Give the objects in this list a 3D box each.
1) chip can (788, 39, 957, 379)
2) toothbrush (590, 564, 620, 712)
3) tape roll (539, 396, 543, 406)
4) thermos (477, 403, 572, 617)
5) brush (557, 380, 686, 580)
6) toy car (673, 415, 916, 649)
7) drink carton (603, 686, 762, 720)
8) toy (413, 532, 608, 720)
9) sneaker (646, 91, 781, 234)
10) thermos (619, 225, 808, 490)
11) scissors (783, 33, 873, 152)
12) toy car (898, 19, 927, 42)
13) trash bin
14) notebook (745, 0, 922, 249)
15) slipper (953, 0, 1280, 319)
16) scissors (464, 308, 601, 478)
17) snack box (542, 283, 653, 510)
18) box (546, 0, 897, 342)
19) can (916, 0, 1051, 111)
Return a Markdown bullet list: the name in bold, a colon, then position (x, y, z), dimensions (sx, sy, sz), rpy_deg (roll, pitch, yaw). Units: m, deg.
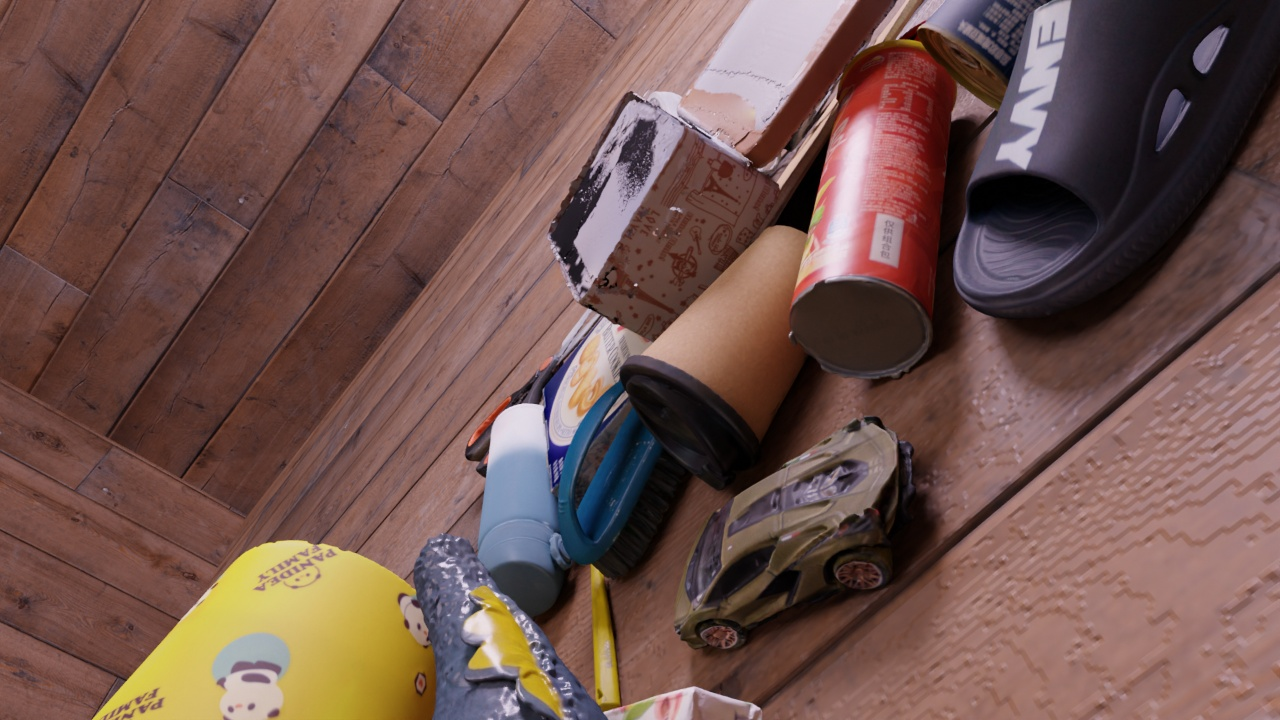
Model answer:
- **chip can**: position (0.133, -0.091, 0.505), dimensions (0.073, 0.073, 0.216), rpy_deg (-35, 27, 44)
- **toothbrush**: position (-0.029, 0.146, 0.563), dimensions (0.016, 0.016, 0.190), rpy_deg (-50, 19, 14)
- **tape roll**: position (-0.117, 0.063, 0.928), dimensions (0.086, 0.014, 0.085), rpy_deg (-46, 20, 22)
- **thermos**: position (-0.088, 0.109, 0.703), dimensions (0.070, 0.070, 0.220), rpy_deg (-49, 20, 15)
- **brush**: position (-0.009, 0.061, 0.577), dimensions (0.055, 0.073, 0.143), rpy_deg (-8, 49, 59)
- **toy car**: position (0.063, 0.083, 0.420), dimensions (0.159, 0.042, 0.070), rpy_deg (-43, 21, 38)
- **drink carton**: position (0.000, 0.179, 0.392), dimensions (0.123, 0.045, 0.053), rpy_deg (-37, 38, 46)
- **toy**: position (-0.045, 0.213, 0.306), dimensions (0.138, 0.091, 0.355), rpy_deg (-32, 49, 38)
- **sneaker**: position (0.065, -0.161, 0.789), dimensions (0.242, 0.090, 0.090), rpy_deg (-109, 34, -54)
- **thermos**: position (0.056, -0.006, 0.528), dimensions (0.143, 0.093, 0.093), rpy_deg (-51, 17, -18)
- **scissors**: position (0.140, -0.202, 0.690), dimensions (0.180, 0.014, 0.160), rpy_deg (-57, 1, -37)
- **toy car**: position (0.178, -0.189, 0.631), dimensions (0.049, 0.031, 0.106), rpy_deg (-21, 40, 61)
- **trash bin**: position (-0.252, 0.270, 0.590), dimensions (0.230, 0.229, 0.254), rpy_deg (-42, 17, 33)
- **notebook**: position (0.128, -0.161, 0.675), dimensions (0.211, 0.012, 0.149), rpy_deg (-56, 2, -4)
- **slipper**: position (0.207, -0.140, 0.396), dimensions (0.268, 0.083, 0.111), rpy_deg (-54, 17, -4)
- **scissors**: position (-0.094, 0.027, 0.883), dimensions (0.225, 0.021, 0.204), rpy_deg (-42, 20, 23)
- **snack box**: position (-0.004, 0.004, 0.710), dimensions (0.183, 0.046, 0.177), rpy_deg (-51, 19, 12)
- **box**: position (0.044, -0.153, 0.614), dimensions (0.261, 0.082, 0.177), rpy_deg (-56, 23, 14)
- **can**: position (0.214, -0.195, 0.484), dimensions (0.111, 0.075, 0.075), rpy_deg (-49, 19, 14)
